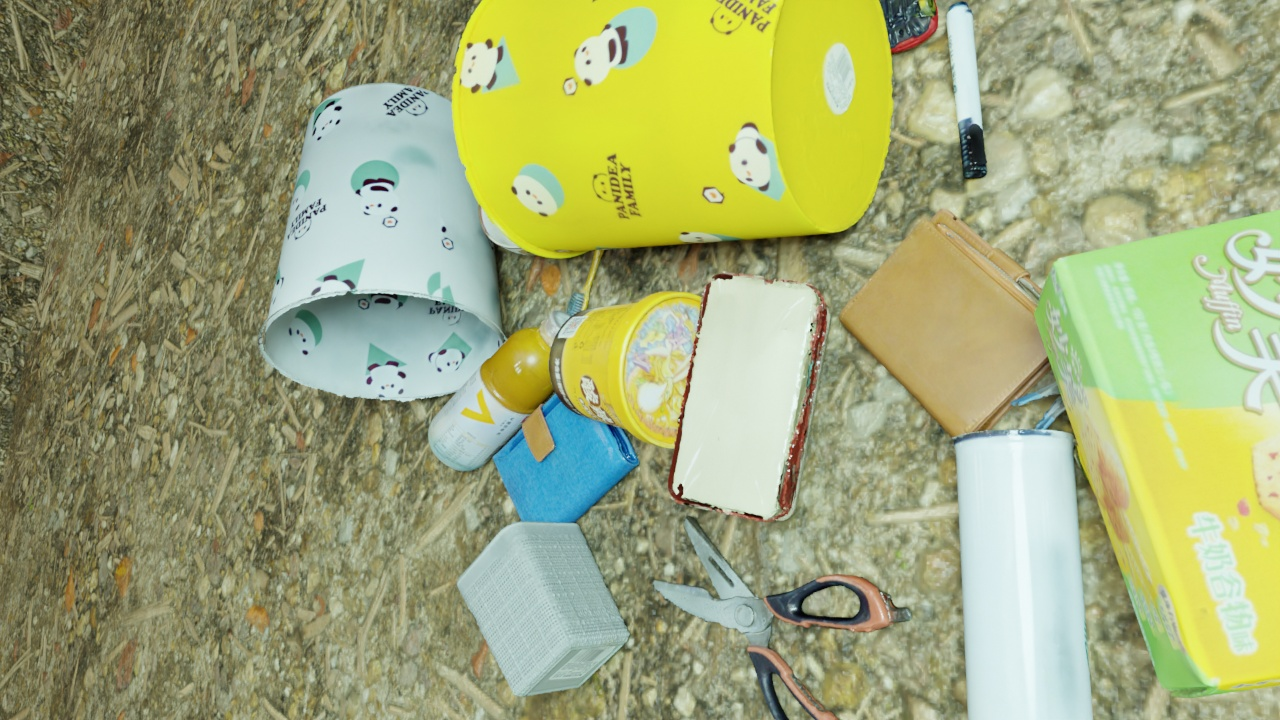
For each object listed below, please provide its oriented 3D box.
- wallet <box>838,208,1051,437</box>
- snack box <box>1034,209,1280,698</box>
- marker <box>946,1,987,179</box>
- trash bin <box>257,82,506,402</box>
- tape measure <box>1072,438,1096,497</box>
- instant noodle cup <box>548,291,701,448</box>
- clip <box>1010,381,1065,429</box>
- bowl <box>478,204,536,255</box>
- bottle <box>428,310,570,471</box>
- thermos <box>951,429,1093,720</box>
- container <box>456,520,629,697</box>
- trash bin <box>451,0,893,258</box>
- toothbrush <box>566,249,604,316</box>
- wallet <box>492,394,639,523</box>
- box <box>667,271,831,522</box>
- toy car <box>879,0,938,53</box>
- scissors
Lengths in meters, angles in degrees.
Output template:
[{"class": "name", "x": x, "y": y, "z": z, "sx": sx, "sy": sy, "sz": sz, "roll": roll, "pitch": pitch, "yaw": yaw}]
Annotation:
[{"class": "wallet", "x": 0.205, "y": -0.025, "z": 0.602, "sx": 0.108, "sy": 0.031, "sz": 0.131, "roll": -53, "pitch": 52, "yaw": 21}, {"class": "snack box", "x": 0.298, "y": 0.037, "z": 0.431, "sx": 0.158, "sy": 0.070, "sz": 0.209, "roll": -13, "pitch": 68, "yaw": 9}, {"class": "marker", "x": 0.226, "y": -0.188, "z": 0.632, "sx": 0.023, "sy": 0.018, "sz": 0.130, "roll": 112, "pitch": 159, "yaw": -76}, {"class": "trash bin", "x": -0.249, "y": -0.119, "z": 0.918, "sx": 0.230, "sy": 0.229, "sz": 0.251, "roll": -25, "pitch": 58, "yaw": 36}, {"class": "tape measure", "x": 0.261, "y": 0.051, "z": 0.512, "sx": 0.029, "sy": 0.057, "sz": 0.060, "roll": -15, "pitch": 110, "yaw": 42}, {"class": "instant noodle cup", "x": -0.004, "y": 0.004, "z": 0.732, "sx": 0.115, "sy": 0.118, "sz": 0.118, "roll": 6, "pitch": 83, "yaw": 50}, {"class": "clip", "x": 0.253, "y": 0.020, "z": 0.547, "sx": 0.058, "sy": 0.027, "sz": 0.045, "roll": -37, "pitch": 80, "yaw": 6}, {"class": "bowl", "x": -0.091, "y": -0.149, "z": 0.875, "sx": 0.114, "sy": 0.062, "sz": 0.113, "roll": -9, "pitch": 71, "yaw": 28}, {"class": "bottle", "x": -0.125, "y": 0.028, "z": 0.862, "sx": 0.190, "sy": 0.068, "sz": 0.068, "roll": -45, "pitch": 53, "yaw": 25}, {"class": "thermos", "x": 0.220, "y": 0.154, "z": 0.520, "sx": 0.073, "sy": 0.073, "sz": 0.224, "roll": -9, "pitch": 73, "yaw": 40}, {"class": "container", "x": -0.079, "y": 0.207, "z": 0.762, "sx": 0.090, "sy": 0.090, "sz": 0.114, "roll": -49, "pitch": 54, "yaw": 22}, {"class": "trash bin", "x": 0.030, "y": -0.188, "z": 0.681, "sx": 0.256, "sy": 0.229, "sz": 0.229, "roll": 7, "pitch": 84, "yaw": 38}, {"class": "toothbrush", "x": -0.035, "y": -0.126, "z": 0.854, "sx": 0.016, "sy": 0.018, "sz": 0.191, "roll": 19, "pitch": 92, "yaw": 42}, {"class": "wallet", "x": -0.070, "y": 0.089, "z": 0.819, "sx": 0.133, "sy": 0.040, "sz": 0.106, "roll": -44, "pitch": 58, "yaw": 24}, {"class": "box", "x": 0.079, "y": 0.026, "z": 0.652, "sx": 0.091, "sy": 0.080, "sz": 0.168, "roll": 10, "pitch": 86, "yaw": 19}, {"class": "toy car", "x": 0.192, "y": -0.279, "z": 0.678, "sx": 0.049, "sy": 0.031, "sz": 0.106, "roll": -16, "pitch": 70, "yaw": 38}, {"class": "scissors", "x": 0.095, "y": 0.193, "z": 0.657, "sx": 0.227, "sy": 0.015, "sz": 0.188, "roll": -21, "pitch": 66, "yaw": 38}]
